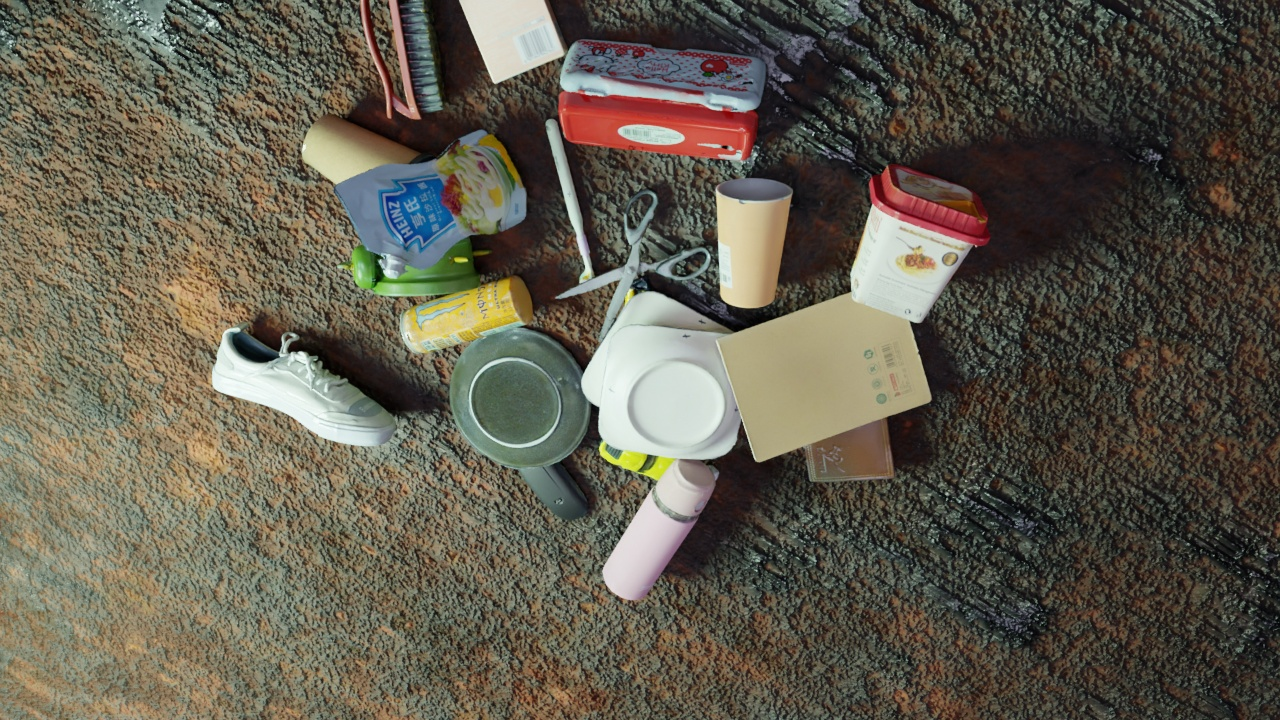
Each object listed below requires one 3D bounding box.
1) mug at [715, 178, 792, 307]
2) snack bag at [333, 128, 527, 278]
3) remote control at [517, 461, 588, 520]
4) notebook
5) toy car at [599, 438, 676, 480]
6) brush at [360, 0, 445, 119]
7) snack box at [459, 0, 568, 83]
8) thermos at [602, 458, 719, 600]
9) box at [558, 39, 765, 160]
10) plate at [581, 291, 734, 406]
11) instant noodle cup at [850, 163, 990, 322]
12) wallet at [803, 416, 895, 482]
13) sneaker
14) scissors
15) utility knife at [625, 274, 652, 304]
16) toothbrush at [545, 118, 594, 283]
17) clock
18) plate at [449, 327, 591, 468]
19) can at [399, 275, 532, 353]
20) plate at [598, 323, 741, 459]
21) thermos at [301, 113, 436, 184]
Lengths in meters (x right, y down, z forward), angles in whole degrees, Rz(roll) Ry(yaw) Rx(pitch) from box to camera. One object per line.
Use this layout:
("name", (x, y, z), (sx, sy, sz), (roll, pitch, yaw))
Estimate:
("mug", (0.116, -0.122, 0.966), (0.078, 0.078, 0.123), (4, 118, 7))
("snack bag", (-0.208, -0.162, 0.945), (0.039, 0.190, 0.110), (2, 118, 49))
("remote control", (-0.116, 0.149, 1.146), (0.053, 0.024, 0.136), (-31, 105, 19))
("notebook", (0.202, 0.011, 1.000), (0.207, 0.008, 0.148), (-20, 101, -1))
("toy car", (0.002, 0.115, 1.102), (0.105, 0.032, 0.048), (22, 116, -12))
("brush", (-0.244, -0.322, 0.944), (0.069, 0.063, 0.146), (-5, 114, -1))
("snack box", (-0.140, -0.371, 0.925), (0.084, 0.026, 0.157), (-16, 109, 16))
("thermos", (0.029, 0.202, 1.122), (0.067, 0.087, 0.199), (44, 122, 26))
("box", (0.023, -0.273, 0.927), (0.201, 0.095, 0.100), (8, 75, 5))
("plate", (0.029, 0.017, 1.048), (0.163, 0.034, 0.165), (27, 113, -12))
("instant noodle cup", (0.271, -0.115, 0.921), (0.116, 0.116, 0.124), (19, 121, 1))
("wallet", (0.235, 0.081, 1.056), (0.101, 0.032, 0.124), (-7, 111, 15))
("sneaker", (-0.401, 0.024, 1.111), (0.242, 0.089, 0.091), (21, 110, 7))
("scissors", (-0.009, -0.104, 1.002), (0.181, 0.014, 0.159), (-8, 99, -1))
("utility knife", (-0.006, 0.006, 1.071), (0.033, 0.015, 0.224), (8, 115, 8))
("toothbrush", (-0.077, -0.169, 1.006), (0.020, 0.029, 0.190), (-23, 112, -27))
("clock", (-0.253, -0.105, 1.012), (0.161, 0.116, 0.056), (-1, 101, 6))
("plate", (-0.147, 0.049, 1.096), (0.179, 0.024, 0.179), (3, 105, 11))
("can", (-0.199, -0.052, 1.055), (0.146, 0.058, 0.058), (-15, 110, 15))
("plate", (0.038, 0.044, 1.022), (0.163, 0.034, 0.164), (6, 116, -3))
("thermos", (-0.287, -0.206, 0.993), (0.143, 0.092, 0.093), (31, 115, 5))
